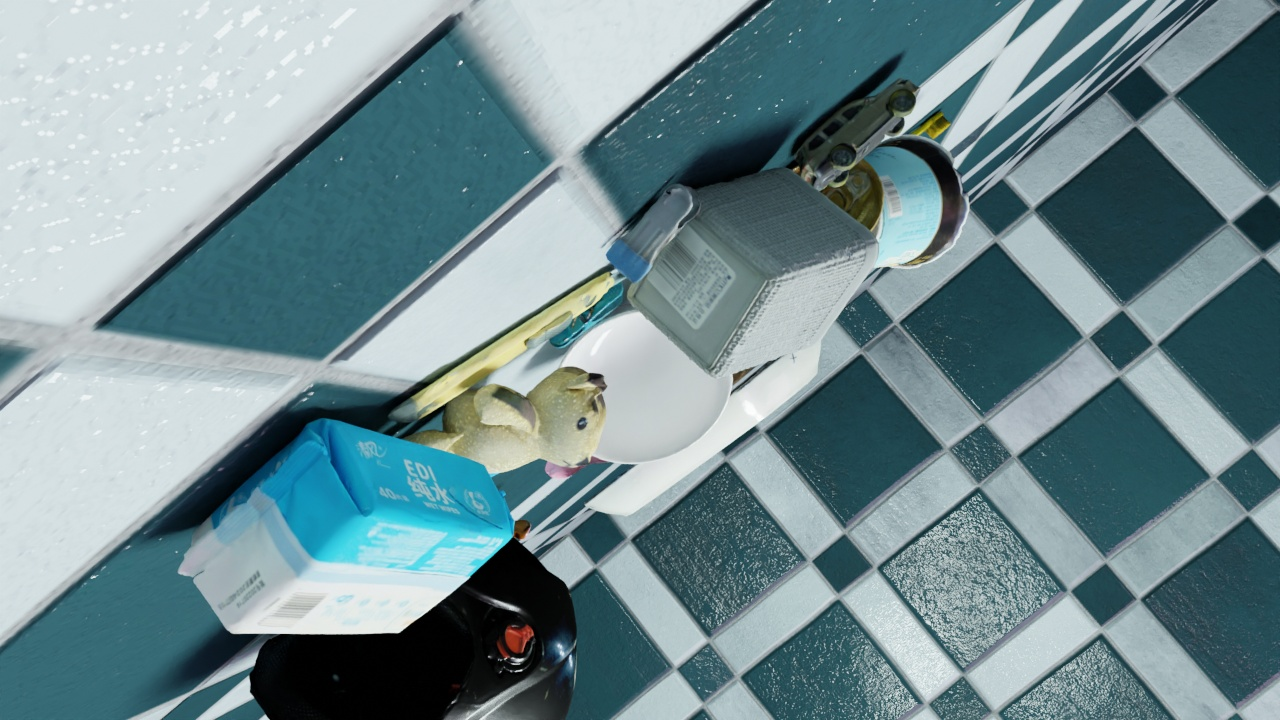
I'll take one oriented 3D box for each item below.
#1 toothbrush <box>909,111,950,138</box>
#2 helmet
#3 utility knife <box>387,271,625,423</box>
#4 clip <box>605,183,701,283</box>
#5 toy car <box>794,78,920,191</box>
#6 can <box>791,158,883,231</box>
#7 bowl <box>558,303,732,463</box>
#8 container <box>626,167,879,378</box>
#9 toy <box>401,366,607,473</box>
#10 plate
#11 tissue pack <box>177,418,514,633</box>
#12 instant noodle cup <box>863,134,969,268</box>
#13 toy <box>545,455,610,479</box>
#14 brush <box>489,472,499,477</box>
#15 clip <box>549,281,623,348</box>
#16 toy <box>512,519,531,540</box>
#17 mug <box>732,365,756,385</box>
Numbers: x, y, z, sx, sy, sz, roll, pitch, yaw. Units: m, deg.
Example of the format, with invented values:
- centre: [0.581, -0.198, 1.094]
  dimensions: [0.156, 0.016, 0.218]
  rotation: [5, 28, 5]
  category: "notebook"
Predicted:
- centre: [0.215, -0.176, 0.827]
  dimensions: [0.189, 0.016, 0.016]
  rotation: [-36, 171, -22]
  category: "toothbrush"
- centre: [-0.164, 0.254, 0.749]
  dimensions: [0.234, 0.230, 0.274]
  rotation: [-43, -150, 24]
  category: "helmet"
- centre: [-0.051, -0.023, 0.506]
  dimensions: [0.206, 0.021, 0.031]
  rotation: [-41, 173, -26]
  category: "utility knife"
- centre: [0.008, -0.068, 0.479]
  dimensions: [0.057, 0.025, 0.033]
  rotation: [-48, 173, 17]
  category: "clip"
- centre: [0.140, -0.147, 0.587]
  dimensions: [0.090, 0.035, 0.042]
  rotation: [-39, 173, -1]
  category: "toy car"
- centre: [0.101, -0.081, 0.639]
  dimensions: [0.148, 0.074, 0.049]
  rotation: [-40, 175, 5]
  category: "can"
- centre: [-0.004, 0.004, 0.619]
  dimensions: [0.118, 0.118, 0.064]
  rotation: [-41, -149, 13]
  category: "bowl"
- centre: [0.063, -0.051, 0.537]
  dimensions: [0.114, 0.090, 0.090]
  rotation: [-21, 148, -50]
  category: "container"
- centre: [-0.092, 0.048, 0.521]
  dimensions: [0.157, 0.066, 0.105]
  rotation: [-21, 165, -12]
  category: "toy"
- centre: [0.058, 0.063, 0.799]
  dimensions: [0.266, 0.034, 0.161]
  rotation: [-40, 174, 30]
  category: "plate"
- centre: [-0.132, 0.080, 0.435]
  dimensions: [0.090, 0.063, 0.140]
  rotation: [-41, 151, 12]
  category: "tissue pack"
- centre: [0.183, -0.119, 0.728]
  dimensions: [0.120, 0.111, 0.111]
  rotation: [-20, 160, -45]
  category: "instant noodle cup"
- centre: [0.010, 0.035, 0.854]
  dimensions: [0.179, 0.074, 0.194]
  rotation: [-36, 179, 42]
  category: "toy"
- centre: [-0.081, 0.061, 0.680]
  dimensions: [0.254, 0.083, 0.046]
  rotation: [-30, 127, -9]
  category: "brush"
- centre: [-0.033, -0.028, 0.550]
  dimensions: [0.056, 0.014, 0.040]
  rotation: [-39, 171, -9]
  category: "clip"
- centre: [-0.181, 0.235, 0.981]
  dimensions: [0.139, 0.130, 0.200]
  rotation: [-27, 157, -34]
  category: "toy"
- centre: [0.085, -0.052, 0.754]
  dimensions: [0.103, 0.084, 0.125]
  rotation: [-34, 144, -40]
  category: "mug"
